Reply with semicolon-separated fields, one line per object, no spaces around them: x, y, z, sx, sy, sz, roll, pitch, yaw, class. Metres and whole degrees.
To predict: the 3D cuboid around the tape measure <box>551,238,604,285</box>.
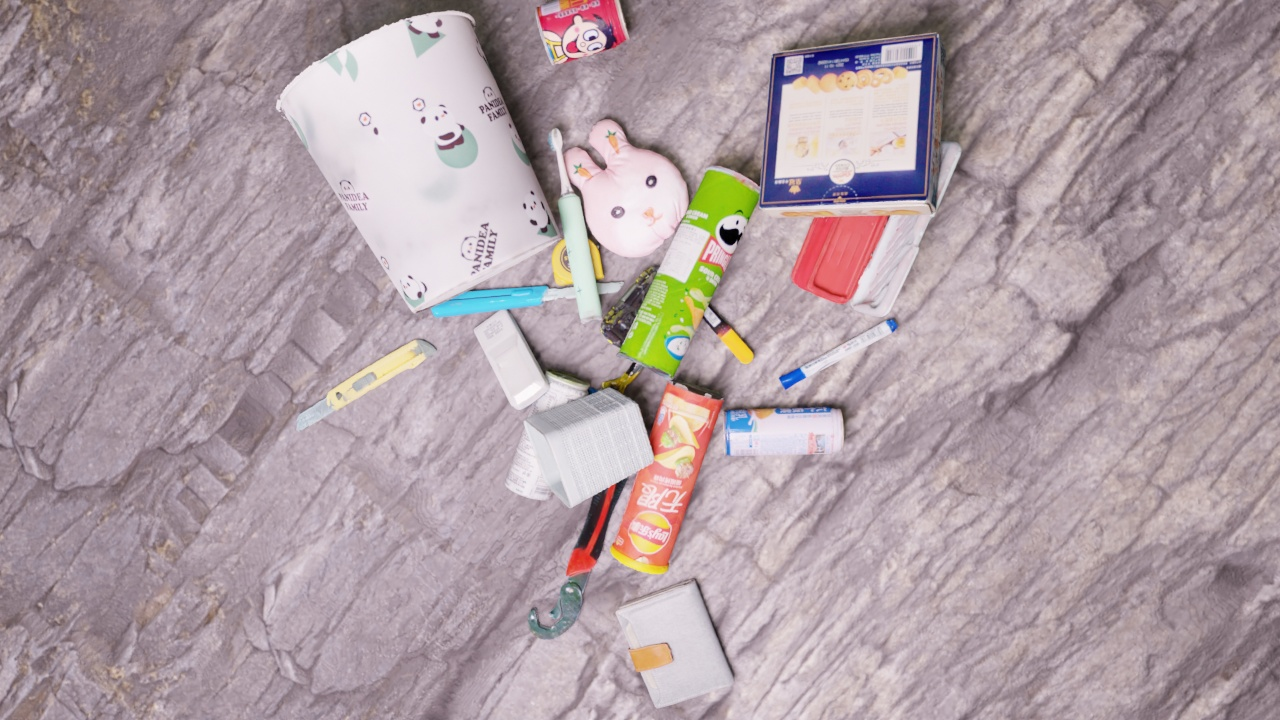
-0.074;-0.116;1.069;0.060;0.029;0.057;-10;91;-1;tape measure

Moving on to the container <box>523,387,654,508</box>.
-0.055;0.090;1.013;0.111;0.090;0.090;-24;111;-18;container

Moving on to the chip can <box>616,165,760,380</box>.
0.054;-0.096;1.020;0.072;0.072;0.236;26;88;3;chip can

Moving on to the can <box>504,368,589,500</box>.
-0.109;0.087;1.071;0.058;0.058;0.147;20;95;4;can

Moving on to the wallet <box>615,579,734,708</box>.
0.039;0.337;1.084;0.106;0.037;0.129;-21;91;6;wallet

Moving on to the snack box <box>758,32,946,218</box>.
0.224;-0.246;0.979;0.178;0.045;0.182;3;84;27;snack box

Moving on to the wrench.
-0.064;0.213;1.096;0.056;0.016;0.273;24;96;3;wrench

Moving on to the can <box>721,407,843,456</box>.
0.161;0.081;1.047;0.134;0.053;0.053;-2;93;6;can

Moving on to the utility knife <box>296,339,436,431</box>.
-0.337;0.030;1.114;0.202;0.021;0.031;-31;84;11;utility knife

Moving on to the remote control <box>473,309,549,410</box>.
-0.150;-0.002;1.061;0.049;0.024;0.125;-35;58;5;remote control

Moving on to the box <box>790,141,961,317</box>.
0.255;-0.156;0.998;0.110;0.100;0.201;22;95;-7;box

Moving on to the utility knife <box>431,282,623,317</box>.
-0.136;-0.075;1.079;0.234;0.034;0.018;-5;136;4;utility knife

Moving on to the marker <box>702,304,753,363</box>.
0.087;-0.045;1.066;0.018;0.015;0.124;-42;87;5;marker

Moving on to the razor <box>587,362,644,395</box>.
-0.006;0.006;1.075;0.143;0.022;0.042;-48;53;6;razor

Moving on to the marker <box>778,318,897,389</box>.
0.227;-0.008;1.053;0.146;0.017;0.017;-29;91;7;marker

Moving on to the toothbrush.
-0.076;-0.153;1.040;0.026;0.027;0.224;-12;91;-34;toothbrush

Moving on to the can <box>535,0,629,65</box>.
-0.064;-0.377;1.032;0.094;0.066;0.066;-15;92;6;can

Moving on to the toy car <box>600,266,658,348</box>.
-0.002;-0.061;1.064;0.048;0.032;0.105;41;85;-4;toy car

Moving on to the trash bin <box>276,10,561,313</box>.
-0.221;-0.203;0.990;0.230;0.229;0.252;-27;97;6;trash bin

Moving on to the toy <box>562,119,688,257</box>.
-0.022;-0.197;1.049;0.121;0.054;0.159;-44;81;6;toy

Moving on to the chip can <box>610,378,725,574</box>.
0.030;0.131;1.055;0.073;0.073;0.216;18;94;4;chip can
